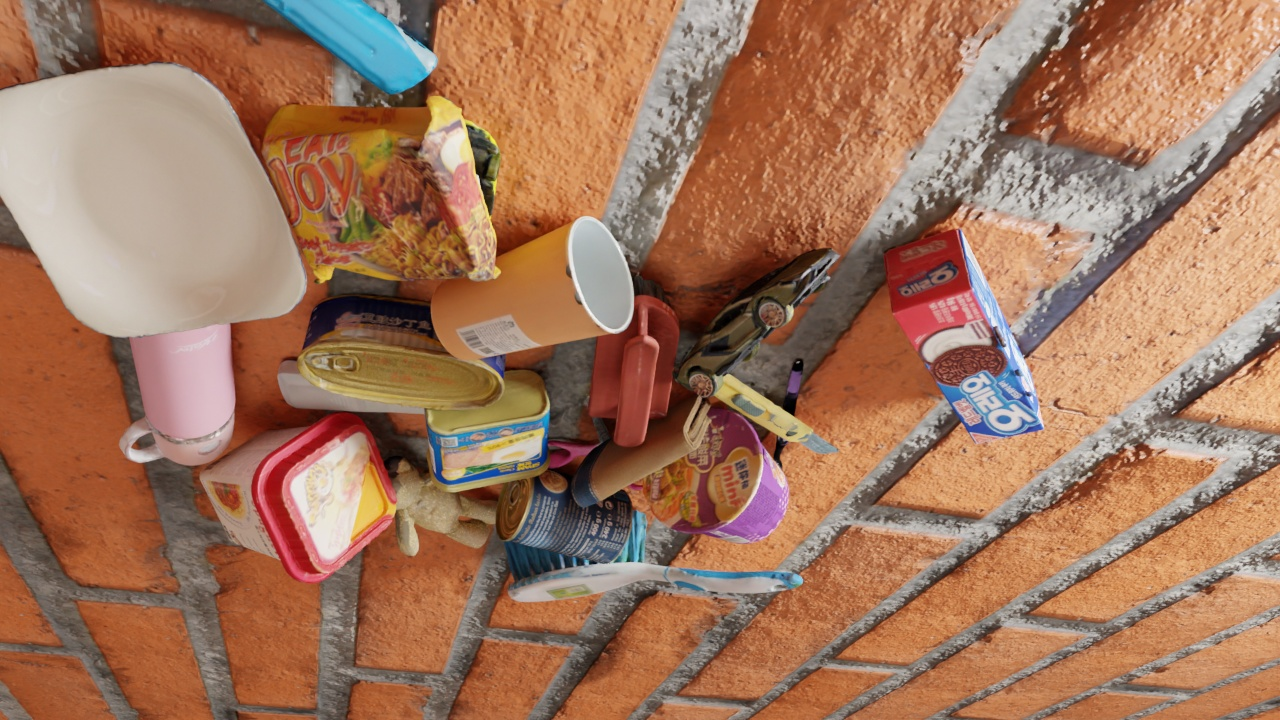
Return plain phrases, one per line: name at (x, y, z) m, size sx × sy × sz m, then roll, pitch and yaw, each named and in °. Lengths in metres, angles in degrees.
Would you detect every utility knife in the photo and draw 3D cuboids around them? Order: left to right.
utility knife at (-0.184, -0.194, 0.453) m, size 0.034 × 0.018 × 0.182 m, roll -41°, pitch 128°, yaw 22°
utility knife at (0.101, 0.039, 0.768) m, size 0.183 × 0.019 × 0.031 m, roll 28°, pitch 139°, yaw -31°

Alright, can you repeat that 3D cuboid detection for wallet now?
wallet at (0.002, 0.073, 0.758) m, size 0.115 × 0.090 × 0.033 m, roll -31°, pitch 99°, yaw 23°

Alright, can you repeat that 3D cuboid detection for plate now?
plate at (-0.289, -0.094, 0.545) m, size 0.164 × 0.034 × 0.164 m, roll -7°, pitch 124°, yaw 8°

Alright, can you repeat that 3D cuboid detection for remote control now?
remote control at (-0.227, 0.024, 0.743) m, size 0.125 × 0.024 × 0.049 m, roll 3°, pitch 144°, yaw -5°

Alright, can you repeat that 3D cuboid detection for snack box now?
snack box at (0.244, -0.010, 0.677) m, size 0.058 × 0.057 × 0.207 m, roll -18°, pitch 141°, yaw 27°

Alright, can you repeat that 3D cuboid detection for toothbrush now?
toothbrush at (0.127, 0.060, 0.805) m, size 0.014 × 0.016 × 0.189 m, roll -5°, pitch 142°, yaw -4°

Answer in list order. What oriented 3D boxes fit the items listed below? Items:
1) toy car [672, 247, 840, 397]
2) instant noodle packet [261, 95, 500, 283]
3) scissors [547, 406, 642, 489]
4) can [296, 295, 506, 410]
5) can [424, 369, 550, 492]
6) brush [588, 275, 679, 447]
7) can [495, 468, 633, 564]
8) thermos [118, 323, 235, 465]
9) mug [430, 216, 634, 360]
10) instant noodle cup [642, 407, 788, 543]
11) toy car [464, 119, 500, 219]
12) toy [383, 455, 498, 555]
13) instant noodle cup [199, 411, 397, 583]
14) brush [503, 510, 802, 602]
toy car at (0.080, -0.029, 0.644) m, size 0.042 × 0.070 × 0.159 m, roll 47°, pitch 133°, yaw 3°
instant noodle packet at (-0.153, -0.094, 0.533) m, size 0.128 × 0.044 × 0.111 m, roll 2°, pitch 123°, yaw 20°
scissors at (-0.031, 0.082, 0.834) m, size 0.134 × 0.017 × 0.133 m, roll -9°, pitch 138°, yaw 12°
can at (-0.174, -0.005, 0.682) m, size 0.148 × 0.049 × 0.075 m, roll 7°, pitch 143°, yaw -11°
can at (-0.124, 0.056, 0.748) m, size 0.102 × 0.057 × 0.083 m, roll -9°, pitch 143°, yaw -15°
brush at (-0.004, 0.004, 0.681) m, size 0.063 × 0.069 × 0.146 m, roll 2°, pitch 144°, yaw -5°
can at (-0.071, 0.145, 0.866) m, size 0.111 × 0.075 × 0.076 m, roll 20°, pitch 139°, yaw -26°
thermos at (-0.347, 0.011, 0.679) m, size 0.087 × 0.067 × 0.199 m, roll -25°, pitch 158°, yaw -35°
mug at (-0.076, -0.041, 0.618) m, size 0.123 × 0.078 × 0.078 m, roll -16°, pitch 141°, yaw 26°
instant noodle cup at (0.074, 0.108, 0.801) m, size 0.112 × 0.111 × 0.099 m, roll -20°, pitch 149°, yaw 24°
toy car at (-0.113, -0.102, 0.567) m, size 0.048 × 0.032 × 0.105 m, roll 13°, pitch 131°, yaw -4°
toy at (-0.193, 0.135, 0.872) m, size 0.105 × 0.066 × 0.157 m, roll -50°, pitch 133°, yaw 7°
instant noodle cup at (-0.289, 0.109, 0.768) m, size 0.124 × 0.116 × 0.116 m, roll 1°, pitch 117°, yaw 32°
brush at (0.003, 0.198, 0.911) m, size 0.315 × 0.109 × 0.060 m, roll -15°, pitch 139°, yaw 19°
